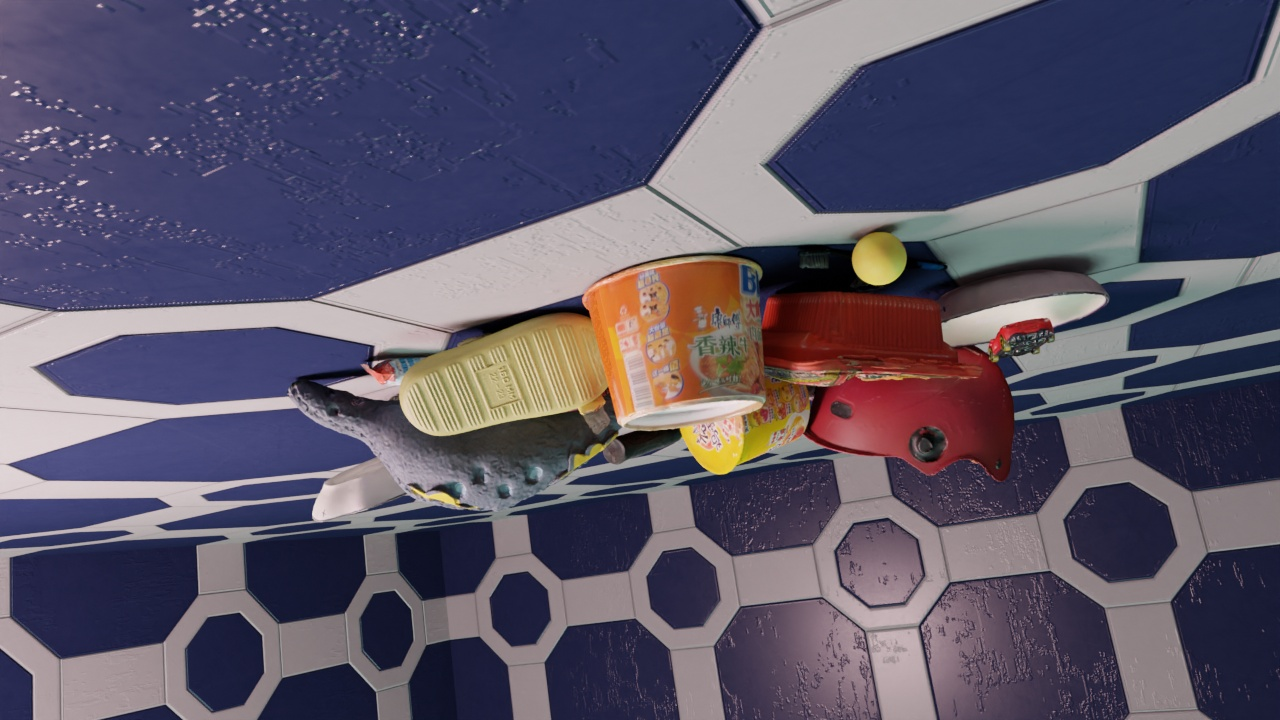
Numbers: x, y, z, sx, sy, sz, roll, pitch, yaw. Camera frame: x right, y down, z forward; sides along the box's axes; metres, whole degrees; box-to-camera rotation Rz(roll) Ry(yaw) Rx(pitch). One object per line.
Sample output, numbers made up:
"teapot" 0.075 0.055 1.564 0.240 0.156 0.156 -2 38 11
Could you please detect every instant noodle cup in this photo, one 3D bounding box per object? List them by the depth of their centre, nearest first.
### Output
"instant noodle cup" 0.033 -0.008 0.747 0.151 0.111 0.151 -8 168 -2
"instant noodle cup" 0.184 -0.018 0.805 0.188 0.079 0.165 3 -179 -22
"instant noodle cup" 0.121 0.053 1.063 0.109 0.138 0.138 -11 171 -27

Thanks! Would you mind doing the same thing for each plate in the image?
"plate" 0.367 -0.055 0.931 0.192 0.039 0.192 -8 168 -2
"plate" -0.247 0.113 1.047 0.265 0.034 0.162 -22 -172 -24

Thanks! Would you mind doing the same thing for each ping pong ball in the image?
"ping pong ball" 0.181 -0.077 0.696 0.040 0.040 0.040 -8 168 -2

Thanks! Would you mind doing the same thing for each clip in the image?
"clip" 0.200 -0.068 0.811 0.027 0.043 0.058 -10 172 3

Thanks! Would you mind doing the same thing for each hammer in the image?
"hammer" 0.040 0.088 1.151 0.129 0.033 0.300 21 -166 25

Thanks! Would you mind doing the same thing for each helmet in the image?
"helmet" 0.316 0.038 1.069 0.240 0.144 0.207 7 -166 -9

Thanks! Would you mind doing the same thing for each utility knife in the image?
"utility knife" -0.058 0.026 0.862 0.031 0.020 0.190 -28 -159 -6

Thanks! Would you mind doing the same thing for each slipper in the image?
"slipper" -0.120 0.004 0.815 0.190 0.092 0.081 -16 -151 -6

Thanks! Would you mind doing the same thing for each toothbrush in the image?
"toothbrush" 0.197 -0.079 0.761 0.189 0.016 0.014 0 173 -37

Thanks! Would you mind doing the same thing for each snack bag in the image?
"snack bag" -0.209 0.010 0.868 0.104 0.026 0.048 -3 -173 -29

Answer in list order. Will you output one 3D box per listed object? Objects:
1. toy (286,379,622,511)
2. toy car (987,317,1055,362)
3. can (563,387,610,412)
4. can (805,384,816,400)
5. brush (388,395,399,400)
"toy" -0.166 0.077 0.899 0.356 0.137 0.091 4 171 -4
"toy car" 0.379 -0.021 0.921 0.049 0.031 0.106 -10 166 9
"can" -0.072 0.054 1.073 0.093 0.066 0.067 -5 168 -15
"can" 0.230 0.026 1.178 0.053 0.053 0.132 -16 166 31
"brush" -0.230 0.063 1.015 0.069 0.063 0.146 20 153 -40
